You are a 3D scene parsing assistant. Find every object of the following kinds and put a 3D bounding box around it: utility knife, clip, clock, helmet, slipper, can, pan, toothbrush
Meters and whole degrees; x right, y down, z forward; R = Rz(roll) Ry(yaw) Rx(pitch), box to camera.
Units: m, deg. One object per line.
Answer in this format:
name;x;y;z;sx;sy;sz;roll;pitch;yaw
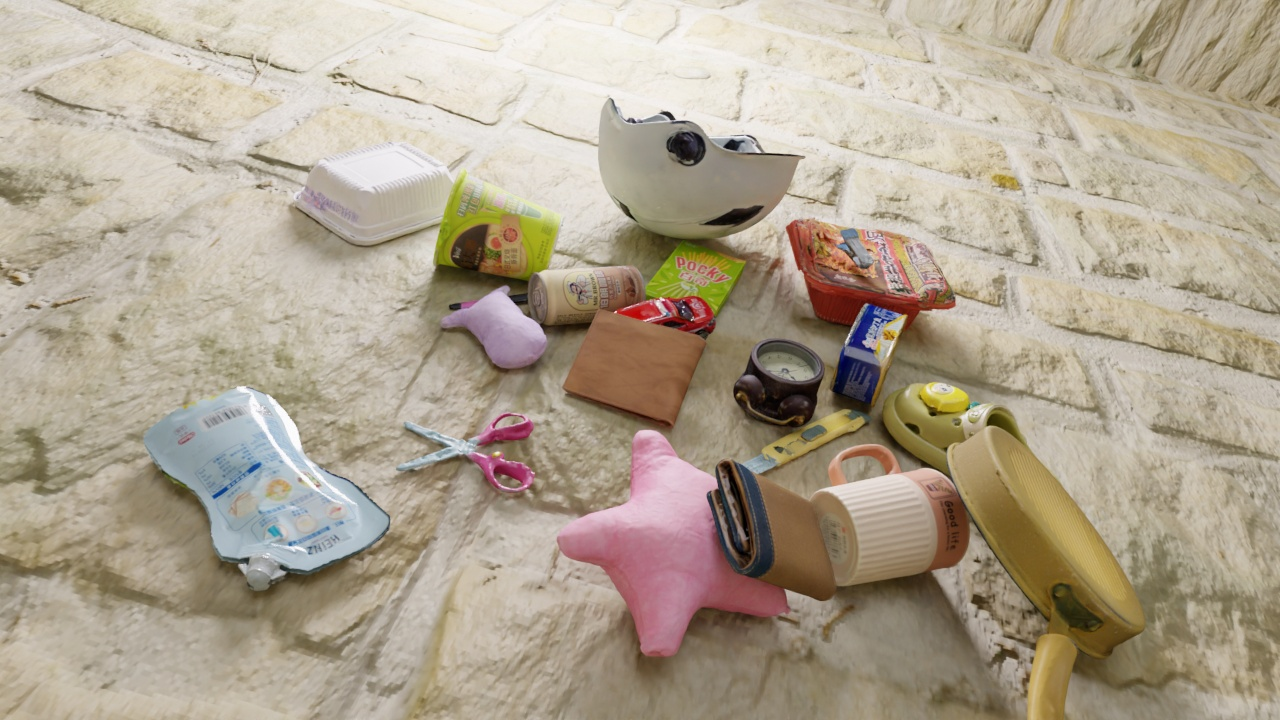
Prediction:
utility knife;0.159;0.079;0.884;0.187;0.020;0.031;-24;43;-35
clip;0.249;-0.126;1.061;0.027;0.045;0.058;-7;51;-23
clock;0.137;0.027;0.908;0.082;0.055;0.121;21;37;11
helmet;0.062;-0.224;1.145;0.259;0.146;0.228;20;17;15
slipper;0.330;0.072;0.888;0.091;0.082;0.190;-21;50;-42
can;-0.057;-0.070;0.977;0.116;0.059;0.058;-6;39;-26
pan;0.298;0.182;0.675;0.197;0.078;0.356;44;25;-9
toothbrush;-0.116;-0.072;0.999;0.188;0.018;0.014;-9;43;-27
can;0.244;-0.008;0.978;0.049;0.075;0.147;20;34;16

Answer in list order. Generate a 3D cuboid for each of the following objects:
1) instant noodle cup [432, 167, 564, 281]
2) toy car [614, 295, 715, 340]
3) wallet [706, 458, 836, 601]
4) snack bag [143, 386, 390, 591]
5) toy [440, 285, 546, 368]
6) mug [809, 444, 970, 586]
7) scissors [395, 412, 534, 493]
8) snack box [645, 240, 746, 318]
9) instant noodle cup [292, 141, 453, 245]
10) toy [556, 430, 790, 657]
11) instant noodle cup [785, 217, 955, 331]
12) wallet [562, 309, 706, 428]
instant noodle cup;-0.153;-0.140;1.012;0.123;0.112;0.111;16;34;-8
toy car;0.021;-0.039;0.961;0.120;0.045;0.053;-15;47;-19
wallet;0.101;0.129;0.693;0.115;0.033;0.090;27;39;-41
snack bag;-0.285;0.093;0.694;0.191;0.039;0.110;39;37;29
toy;-0.140;-0.030;0.914;0.083;0.039;0.108;-31;56;-24
mug;0.196;0.124;0.758;0.105;0.082;0.114;-6;61;-22
scissors;-0.143;0.072;0.790;0.133;0.017;0.130;20;37;16
snack box;0.063;-0.089;1.073;0.086;0.026;0.156;21;35;10
instant noodle cup;-0.306;-0.207;1.091;0.138;0.060;0.173;32;40;24
toy;0.036;0.147;0.695;0.178;0.075;0.194;32;40;5
instant noodle cup;0.267;-0.100;1.109;0.189;0.079;0.164;10;35;-6
wallet;-0.005;0.005;0.893;0.115;0.020;0.101;18;60;11
